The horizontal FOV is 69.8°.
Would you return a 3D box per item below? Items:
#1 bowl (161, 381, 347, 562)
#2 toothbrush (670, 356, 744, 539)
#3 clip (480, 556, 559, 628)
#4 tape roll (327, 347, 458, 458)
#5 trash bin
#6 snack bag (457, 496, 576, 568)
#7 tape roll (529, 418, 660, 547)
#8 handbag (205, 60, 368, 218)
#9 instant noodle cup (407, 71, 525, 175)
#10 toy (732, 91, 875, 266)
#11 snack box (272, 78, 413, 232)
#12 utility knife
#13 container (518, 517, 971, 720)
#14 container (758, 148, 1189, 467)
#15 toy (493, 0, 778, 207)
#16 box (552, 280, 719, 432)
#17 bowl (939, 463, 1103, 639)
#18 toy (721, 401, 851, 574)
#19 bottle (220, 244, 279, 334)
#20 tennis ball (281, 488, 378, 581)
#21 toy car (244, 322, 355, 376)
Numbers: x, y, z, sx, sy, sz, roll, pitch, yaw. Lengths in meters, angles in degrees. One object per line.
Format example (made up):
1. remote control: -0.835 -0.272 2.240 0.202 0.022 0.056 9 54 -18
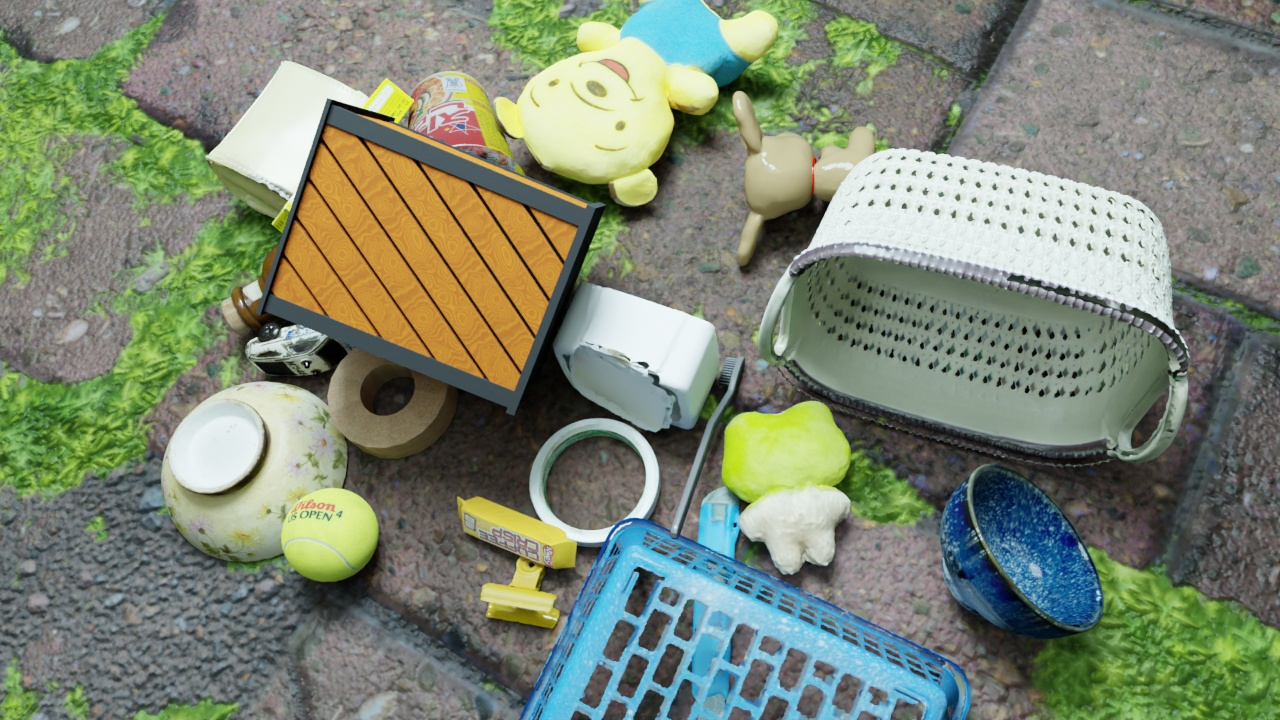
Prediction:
1. bowl: -0.300 0.073 0.682 0.145 0.063 0.145 -3 67 6
2. toothbrush: 0.048 0.056 0.646 0.013 0.013 0.166 9 48 17
3. clip: -0.081 0.160 0.640 0.054 0.047 0.046 7 93 11
4. tape roll: -0.190 0.027 0.707 0.094 0.027 0.093 -3 67 6
5. trash bin: -0.132 -0.073 0.630 0.172 0.139 0.140 22 100 -3
6. snack bag: -0.090 0.122 0.651 0.099 0.026 0.020 18 35 20
7. tape roll: -0.033 0.088 0.668 0.094 0.018 0.093 -3 67 6
8. handbag: -0.285 -0.175 0.780 0.111 0.081 0.119 24 70 8
9. instant noodle cup: -0.153 -0.176 0.758 0.100 0.100 0.112 -17 59 -1
10. toy: 0.127 -0.144 0.710 0.108 0.134 0.105 -1 24 7
11. snack box: -0.230 -0.156 0.717 0.029 0.040 0.147 38 59 -21
12. utility knife: 0.052 0.169 0.626 0.031 0.015 0.174 -1 68 10
13. container: 0.020 0.292 0.528 0.257 0.089 0.361 23 73 13
14. container: 0.219 -0.036 0.608 0.252 0.185 0.143 16 61 14
15. toy: -0.004 -0.225 0.763 0.149 0.084 0.213 38 78 19
16. box: -0.008 0.014 0.651 0.107 0.102 0.095 17 72 13
17. bowl: 0.231 0.130 0.587 0.114 0.061 0.114 24 40 -23
18. toy: 0.105 0.088 0.638 0.092 0.043 0.117 -10 70 -2
19. bottle: -0.258 -0.069 0.735 0.157 0.068 0.068 -28 67 -6
20. tennis ball: -0.219 0.123 0.649 0.065 0.065 0.065 -2 67 6
21. toy car: -0.249 -0.011 0.719 0.113 0.048 0.040 -15 66 0
